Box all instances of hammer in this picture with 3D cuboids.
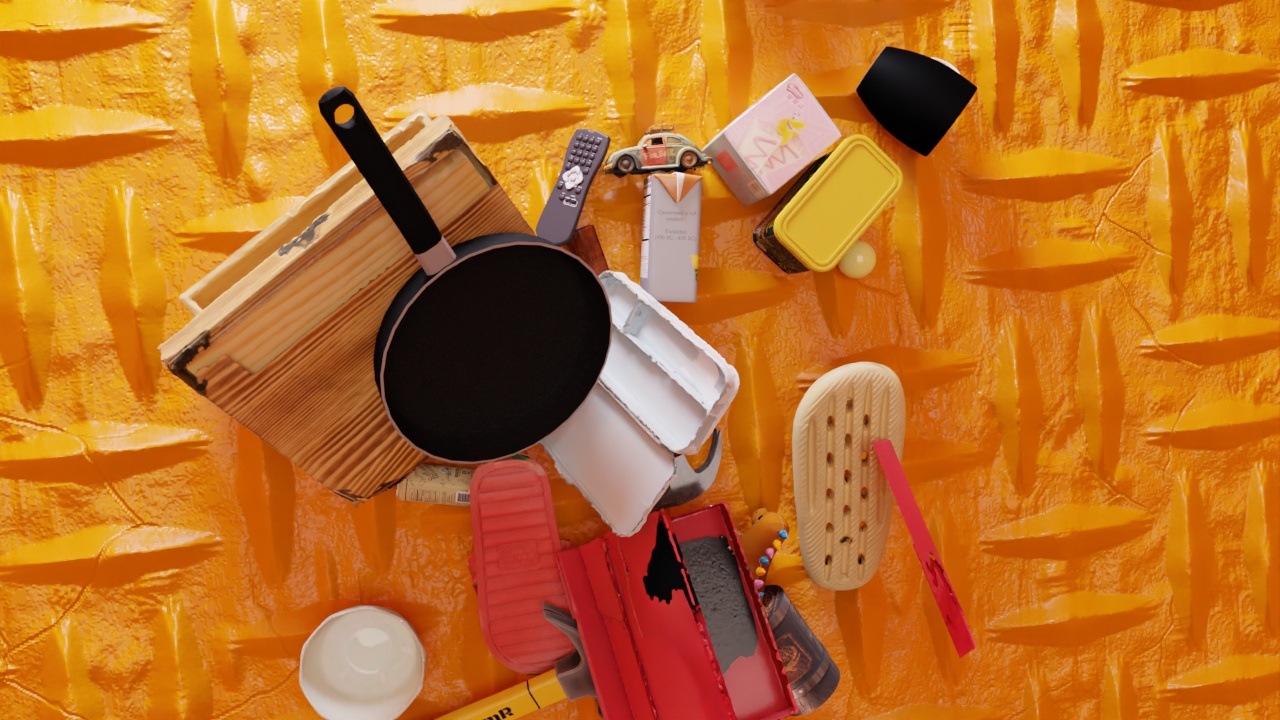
[{"bbox_3d":[-0.006,0.006,0.938,0.111,0.028,0.300,-23,95,-6],"label":"hammer"},{"bbox_3d":[-0.173,0.356,0.910,0.324,0.034,0.170,-23,115,-1],"label":"hammer"}]

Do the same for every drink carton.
[{"bbox_3d":[0.029,-0.122,0.916,0.048,0.076,0.125,1,96,-9],"label":"drink carton"}]

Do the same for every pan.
[{"bbox_3d":[-0.144,-0.059,0.703,0.204,0.044,0.356,-37,135,-10],"label":"pan"}]

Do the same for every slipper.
[{"bbox_3d":[-0.118,0.200,0.913,0.103,0.059,0.249,-10,109,-7],"label":"slipper"},{"bbox_3d":[0.206,0.116,0.953,0.111,0.079,0.262,-3,111,-4],"label":"slipper"}]

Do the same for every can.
[{"bbox_3d":[0.183,-0.151,0.923,0.072,0.101,0.130,42,86,-8],"label":"can"},{"bbox_3d":[-0.198,0.123,0.908,0.079,0.038,0.038,7,91,-9],"label":"can"}]

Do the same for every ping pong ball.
[{"bbox_3d":[0.226,-0.106,0.962,0.040,0.040,0.040,0,92,-9],"label":"ping pong ball"}]

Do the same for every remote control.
[{"bbox_3d":[-0.069,-0.173,0.917,0.046,0.009,0.124,21,89,31],"label":"remote control"}]

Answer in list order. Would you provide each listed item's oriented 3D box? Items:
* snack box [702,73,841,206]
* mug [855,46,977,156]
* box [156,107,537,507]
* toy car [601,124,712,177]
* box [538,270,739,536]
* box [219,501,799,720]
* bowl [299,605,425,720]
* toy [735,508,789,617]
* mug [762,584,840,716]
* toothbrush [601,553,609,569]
[{"bbox_3d":[0.128,-0.217,0.916,0.094,0.093,0.079,-39,97,-5],"label":"snack box"},{"bbox_3d":[0.286,-0.283,0.952,0.100,0.085,0.118,36,56,4],"label":"mug"},{"bbox_3d":[-0.210,-0.036,0.792,0.279,0.264,0.269,-41,99,-7],"label":"box"},{"bbox_3d":[0.015,-0.211,0.922,0.112,0.047,0.047,-7,94,-9],"label":"toy car"},{"bbox_3d":[-0.018,0.036,0.854,0.037,0.209,0.190,16,109,-46],"label":"box"},{"bbox_3d":[-0.087,0.274,0.788,0.466,0.138,0.214,-11,75,-24],"label":"box"},{"bbox_3d":[-0.266,0.289,0.893,0.117,0.061,0.117,0,92,-8],"label":"bowl"},{"bbox_3d":[0.124,0.204,0.927,0.070,0.103,0.090,19,118,-26],"label":"toy"},{"bbox_3d":[0.131,0.308,0.954,0.116,0.079,0.107,-33,99,22],"label":"mug"},{"bbox_3d":[0.037,0.218,0.960,0.184,0.016,0.015,8,84,-11],"label":"toothbrush"}]
